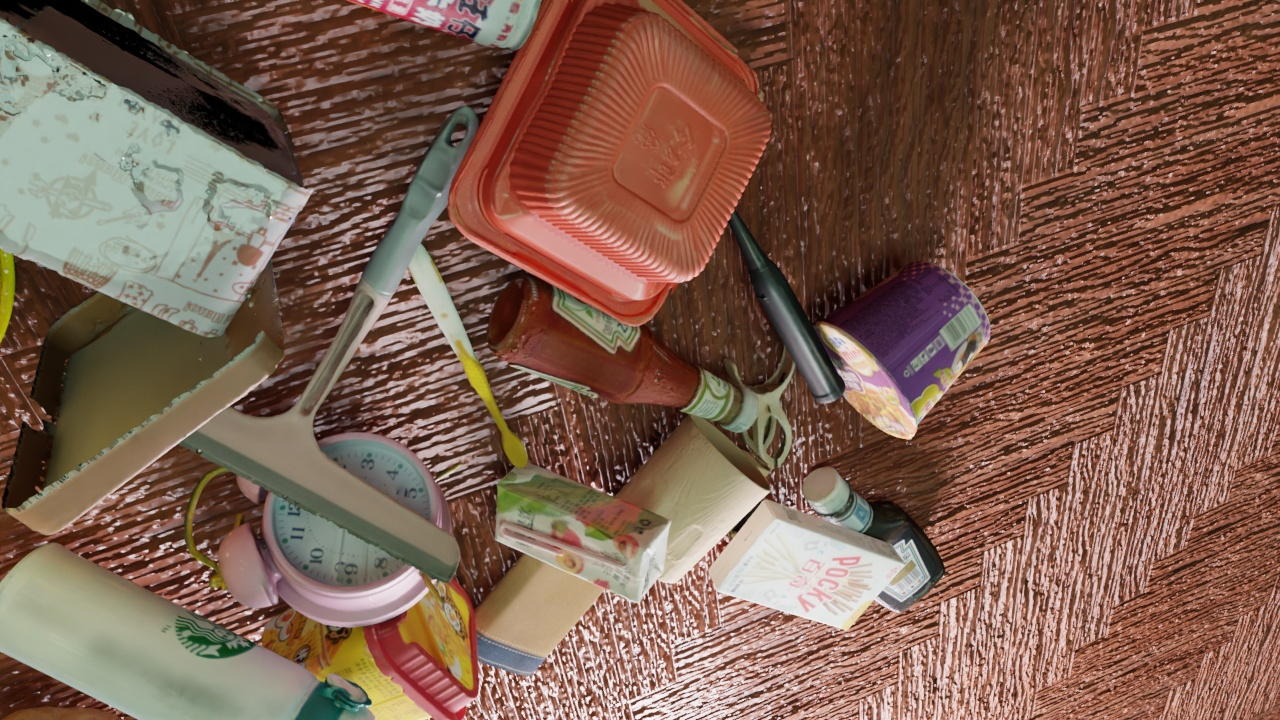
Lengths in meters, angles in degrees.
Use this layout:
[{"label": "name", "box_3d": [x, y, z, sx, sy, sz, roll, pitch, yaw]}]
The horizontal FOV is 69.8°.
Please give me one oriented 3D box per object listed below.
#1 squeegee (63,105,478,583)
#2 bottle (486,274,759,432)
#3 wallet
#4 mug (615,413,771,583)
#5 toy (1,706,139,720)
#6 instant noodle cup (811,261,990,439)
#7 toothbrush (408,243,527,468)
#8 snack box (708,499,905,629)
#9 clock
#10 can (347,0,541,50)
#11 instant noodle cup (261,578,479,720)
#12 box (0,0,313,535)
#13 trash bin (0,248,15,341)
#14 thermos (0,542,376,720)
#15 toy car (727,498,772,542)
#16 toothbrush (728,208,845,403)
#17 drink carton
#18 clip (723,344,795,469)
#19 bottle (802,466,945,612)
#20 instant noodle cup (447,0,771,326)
[{"label": "squeegee", "box_3d": [-0.159, -0.037, 0.538, 0.247, 0.040, 0.249, 30, 91, -5]}, {"label": "bottle", "box_3d": [-0.004, 0.004, 0.628, 0.206, 0.059, 0.060, 23, 107, -30]}, {"label": "wallet", "box_3d": [-0.084, 0.193, 0.726, 0.115, 0.033, 0.090, -49, 128, 7]}, {"label": "mug", "box_3d": [0.042, 0.109, 0.712, 0.103, 0.084, 0.124, -47, 153, 9]}, {"label": "toy", "box_3d": [-0.312, 0.275, 0.614, 0.226, 0.082, 0.144, -1, 142, -5]}, {"label": "instant noodle cup", "box_3d": [0.198, -0.014, 0.692, 0.099, 0.111, 0.111, -40, 127, -10]}, {"label": "toothbrush", "box_3d": [-0.113, -0.001, 0.609, 0.016, 0.018, 0.191, -25, 123, -6]}, {"label": "snack box", "box_3d": [0.142, 0.175, 0.777, 0.156, 0.027, 0.085, 23, 112, -28]}, {"label": "clock", "box_3d": [-0.195, 0.099, 0.566, 0.158, 0.117, 0.060, 6, 153, -9]}, {"label": "can", "box_3d": [-0.119, -0.201, 0.463, 0.132, 0.053, 0.053, 9, 114, -29]}, {"label": "instant noodle cup", "box_3d": [-0.192, 0.204, 0.640, 0.124, 0.116, 0.116, -27, 126, 6]}, {"label": "box", "box_3d": [-0.252, -0.046, 0.418, 0.156, 0.183, 0.192, 32, 99, -34]}, {"label": "trash bin", "box_3d": [-0.387, 0.004, 0.337, 0.229, 0.255, 0.230, -11, 122, -19]}, {"label": "thermos", "box_3d": [-0.269, 0.187, 0.550, 0.224, 0.073, 0.073, 27, 107, -1]}, {"label": "toy car", "box_3d": [0.102, 0.158, 0.788, 0.049, 0.031, 0.106, -22, 128, -5]}, {"label": "toothbrush", "box_3d": [0.092, -0.052, 0.653, 0.027, 0.026, 0.213, -40, 118, -8]}, {"label": "drink carton", "box_3d": [-0.044, 0.120, 0.647, 0.045, 0.122, 0.054, -41, 145, -54]}, {"label": "clip", "box_3d": [0.094, 0.038, 0.715, 0.061, 0.034, 0.097, -15, 118, -15]}, {"label": "bottle", "box_3d": [0.208, 0.160, 0.832, 0.080, 0.044, 0.195, -43, 126, 4]}, {"label": "instant noodle cup", "box_3d": [-0.001, -0.124, 0.532, 0.164, 0.079, 0.189, 26, 90, -36]}]
